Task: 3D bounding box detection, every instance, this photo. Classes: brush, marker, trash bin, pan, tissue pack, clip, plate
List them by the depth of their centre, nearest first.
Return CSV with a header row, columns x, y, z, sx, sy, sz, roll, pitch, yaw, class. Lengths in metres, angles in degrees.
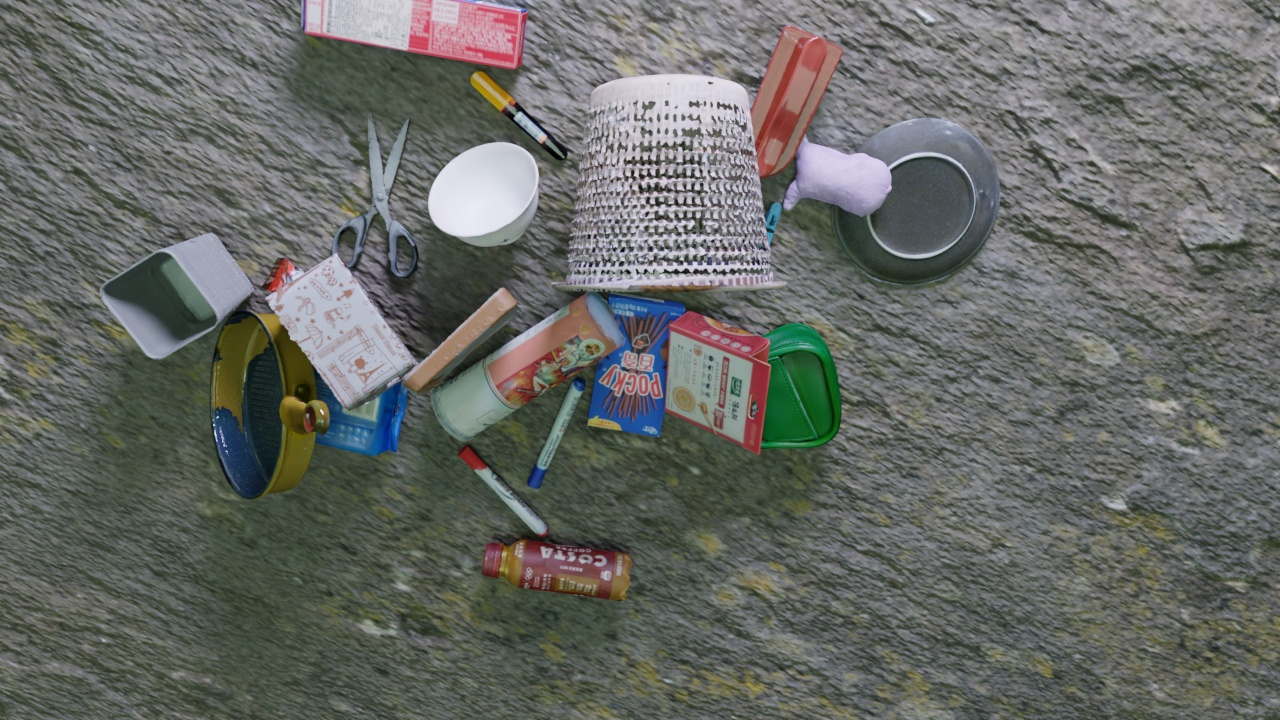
x,y,z,sx,sy,sz,roll,pitch,yaw,class
0.026,-0.163,0.879,0.227,0.227,0.192,-1,96,0,trash bin
-0.357,0.046,0.896,0.078,0.358,0.197,-3,92,-44,pan
0.143,-0.250,0.910,0.063,0.069,0.146,21,109,-7,brush
-0.123,-0.249,0.939,0.124,0.015,0.018,40,107,-16,marker
0.293,-0.163,0.968,0.179,0.024,0.180,0,110,0,plate
0.136,-0.142,0.978,0.015,0.049,0.057,21,103,-7,clip
-0.342,0.046,1.027,0.157,0.052,0.095,14,108,-6,tissue pack
-0.098,0.085,1.062,0.017,0.016,0.146,22,109,-8,marker
-0.161,0.156,1.088,0.017,0.017,0.145,-38,106,12,marker

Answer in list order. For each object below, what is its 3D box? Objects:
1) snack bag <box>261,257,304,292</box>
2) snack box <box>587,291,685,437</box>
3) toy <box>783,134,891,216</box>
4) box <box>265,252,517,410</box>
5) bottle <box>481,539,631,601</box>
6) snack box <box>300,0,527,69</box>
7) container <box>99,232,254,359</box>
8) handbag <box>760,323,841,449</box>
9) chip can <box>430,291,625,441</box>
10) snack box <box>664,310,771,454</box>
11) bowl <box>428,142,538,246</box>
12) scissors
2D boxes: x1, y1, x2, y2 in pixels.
x,y,z,sx,sy,sz,roll,pitch,yaw,class
-0.354,-0.072,0.997,0.104,0.026,0.048,31,116,-11,snack bag
-0.006,0.006,1.027,0.084,0.026,0.157,9,110,-3,snack box
0.203,-0.184,0.944,0.108,0.038,0.084,17,114,15,toy
-0.233,-0.048,0.914,0.192,0.183,0.157,-38,97,-10,box
-0.100,0.249,1.101,0.175,0.057,0.057,8,110,-3,bottle
-0.216,-0.329,0.886,0.207,0.057,0.058,9,112,-4,snack box
-0.471,-0.072,0.949,0.090,0.114,0.090,-28,108,9,container
0.160,0.031,1.022,0.120,0.067,0.131,-11,112,13,handbag
-0.122,0.006,0.989,0.215,0.071,0.071,-31,108,18,chip can
0.090,0.022,0.981,0.127,0.044,0.113,24,127,30,snack box
-0.149,-0.157,0.939,0.118,0.118,0.065,-20,148,7,bowl
-0.276,-0.165,0.969,0.170,0.014,0.159,-32,108,11,scissors
